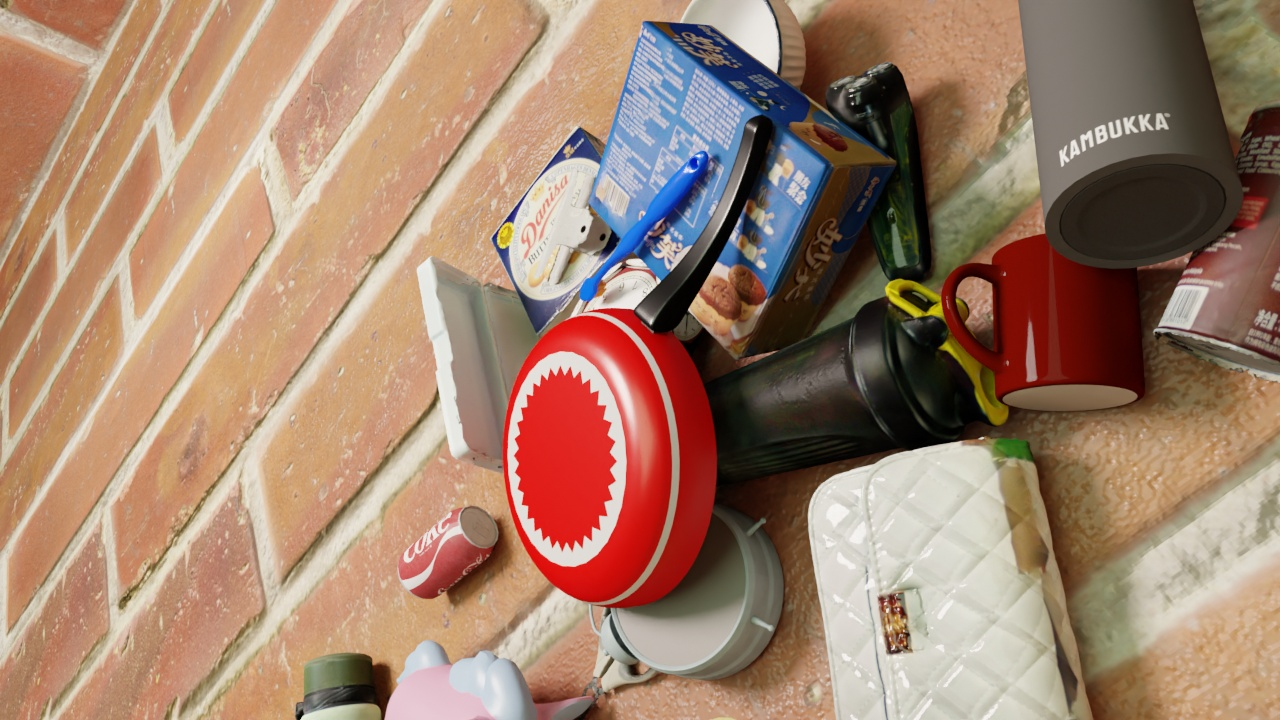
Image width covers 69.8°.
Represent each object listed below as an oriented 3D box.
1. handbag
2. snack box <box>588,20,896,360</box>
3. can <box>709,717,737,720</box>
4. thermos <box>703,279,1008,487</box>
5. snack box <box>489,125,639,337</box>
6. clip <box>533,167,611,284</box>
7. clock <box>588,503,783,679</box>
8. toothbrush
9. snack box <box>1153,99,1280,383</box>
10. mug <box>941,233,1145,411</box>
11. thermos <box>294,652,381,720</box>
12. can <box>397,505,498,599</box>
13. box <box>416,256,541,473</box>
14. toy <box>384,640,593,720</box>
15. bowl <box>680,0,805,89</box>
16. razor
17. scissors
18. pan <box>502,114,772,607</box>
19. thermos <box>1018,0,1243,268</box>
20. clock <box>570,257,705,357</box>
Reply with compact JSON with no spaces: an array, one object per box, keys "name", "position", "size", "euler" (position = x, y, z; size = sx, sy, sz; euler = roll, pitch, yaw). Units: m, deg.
[{"name":"handbag","position":[0.168,0.149,0.514],"size":[0.139,0.072,0.194],"euler":[-22,63,36]},{"name":"snack box","position":[0.059,-0.125,0.655],"size":[0.202,0.069,0.155],"euler":[50,134,34]},{"name":"can","position":[0.079,0.280,0.539],"size":[0.116,0.056,0.092],"euler":[14,127,45]},{"name":"thermos","position":[0.113,0.025,0.593],"size":[0.221,0.098,0.098],"euler":[-23,62,42]},{"name":"snack box","position":[-0.061,-0.113,0.834],"size":[0.145,0.042,0.145],"euler":[-47,51,21]},{"name":"clip","position":[-0.058,-0.113,0.773],"size":[0.058,0.050,0.102],"euler":[20,92,55]},{"name":"clock","position":[0.026,0.163,0.653],"size":[0.160,0.045,0.122],"euler":[-17,63,32]},{"name":"toothbrush","position":[0.000,-0.094,0.673],"size":[0.183,0.018,0.016],"euler":[-44,71,47]},{"name":"snack box","position":[0.310,-0.056,0.445],"size":[0.072,0.072,0.121],"euler":[27,97,45]},{"name":"mug","position":[0.217,-0.021,0.503],"size":[0.073,0.105,0.082],"euler":[113,162,-75]},{"name":"thermos","position":[-0.281,0.394,0.856],"size":[0.083,0.082,0.231],"euler":[-31,58,33]},{"name":"can","position":[-0.177,0.176,0.845],"size":[0.097,0.054,0.054],"euler":[-40,53,27]},{"name":"box","position":[-0.122,0.008,0.788],"size":[0.041,0.134,0.196],"euler":[-35,56,27]},{"name":"toy","position":[-0.142,0.291,0.740],"size":[0.222,0.120,0.171],"euler":[40,118,47]},{"name":"bowl","position":[0.085,-0.228,0.705],"size":[0.118,0.062,0.118],"euler":[18,114,49]},{"name":"razor","position":[0.162,-0.125,0.613],"size":[0.054,0.067,0.151],"euler":[-15,74,26]},{"name":"scissors","position":[-0.036,0.244,0.721],"size":[0.171,0.012,0.121],"euler":[-36,55,33]},{"name":"pan","position":[-0.004,0.004,0.614],"size":[0.209,0.067,0.357],"euler":[45,122,43]},{"name":"thermos","position":[0.249,-0.170,0.489],"size":[0.082,0.082,0.239],"euler":[-19,50,38]},{"name":"clock","position":[-0.005,-0.003,0.727],"size":[0.115,0.065,0.154],"euler":[-16,51,39]}]
